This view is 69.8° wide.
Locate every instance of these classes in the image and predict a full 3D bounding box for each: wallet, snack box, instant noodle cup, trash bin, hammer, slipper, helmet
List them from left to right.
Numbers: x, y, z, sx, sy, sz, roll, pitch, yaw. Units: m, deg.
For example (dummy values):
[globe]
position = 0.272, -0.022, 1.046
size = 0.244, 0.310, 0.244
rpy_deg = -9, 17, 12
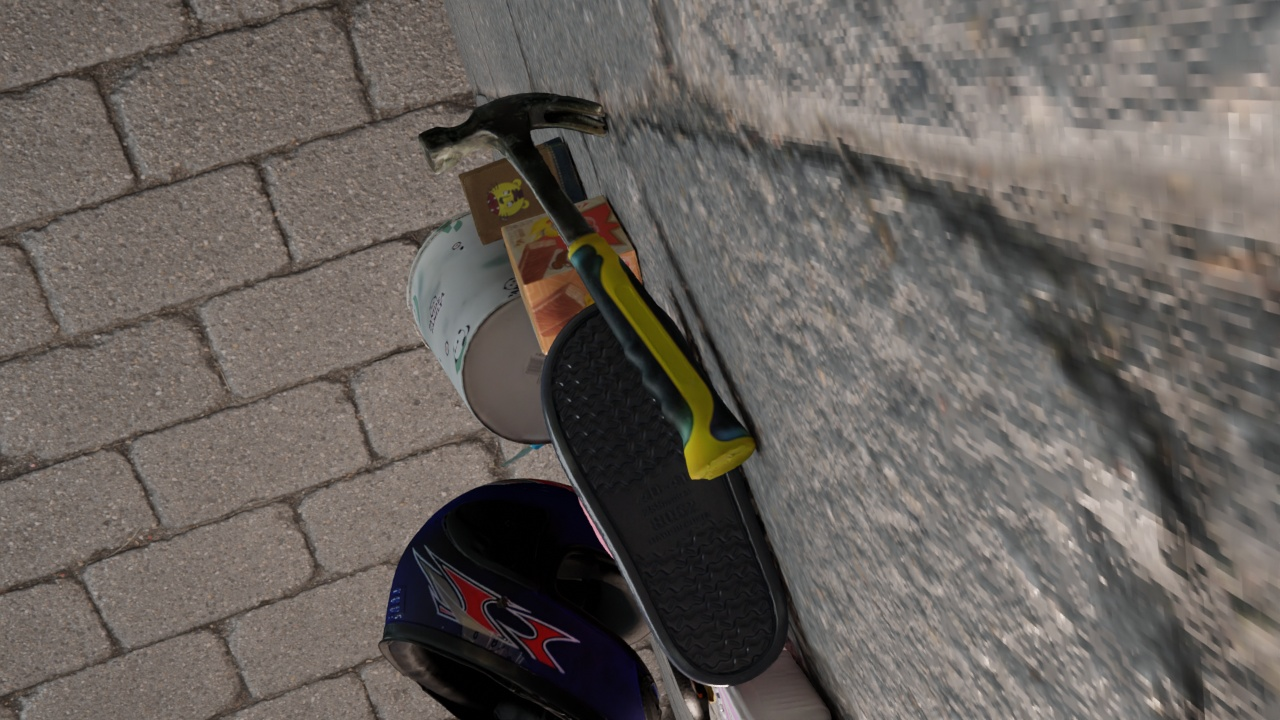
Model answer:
[trash bin]
position = -0.140, -0.039, 1.071
size = 0.252, 0.229, 0.230
rpy_deg = -132, 23, -58
[wallet]
position = -0.120, -0.173, 0.930
size = 0.033, 0.115, 0.090
rpy_deg = 72, 178, -70
[helmet]
position = -0.093, 0.248, 0.931
size = 0.316, 0.239, 0.248
rpy_deg = 14, 142, 26
[snack box]
position = -0.056, -0.073, 0.772
size = 0.092, 0.094, 0.077
rpy_deg = -116, 10, -47
[hammer]
position = -0.025, -0.063, 0.596
size = 0.323, 0.126, 0.032
rpy_deg = 56, 165, 27
[slipper]
position = 0.013, 0.088, 0.629
size = 0.083, 0.110, 0.268
rpy_deg = 89, 158, -78
[instant noodle cup]
position = 0.102, 0.278, 0.622
size = 0.138, 0.060, 0.173
rpy_deg = -132, 25, -73

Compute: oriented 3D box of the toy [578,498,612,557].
[toy]
position = 0.002, 0.128, 0.734
size = 0.195, 0.075, 0.178
rpy_deg = 57, -170, -40

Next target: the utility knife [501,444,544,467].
[utility knife]
position = -0.094, 0.080, 1.092
size = 0.018, 0.194, 0.034
rpy_deg = 61, -162, 12

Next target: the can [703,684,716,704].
[can]
position = 0.075, 0.278, 0.865
size = 0.148, 0.049, 0.074
rpy_deg = 91, 159, -70

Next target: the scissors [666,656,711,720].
[scissors]
position = 0.065, 0.339, 0.843
size = 0.143, 0.022, 0.235
rpy_deg = -107, -4, -78

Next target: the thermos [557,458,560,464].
[thermos]
position = -0.047, 0.106, 1.023
size = 0.224, 0.073, 0.073
rpy_deg = 169, 83, -79
